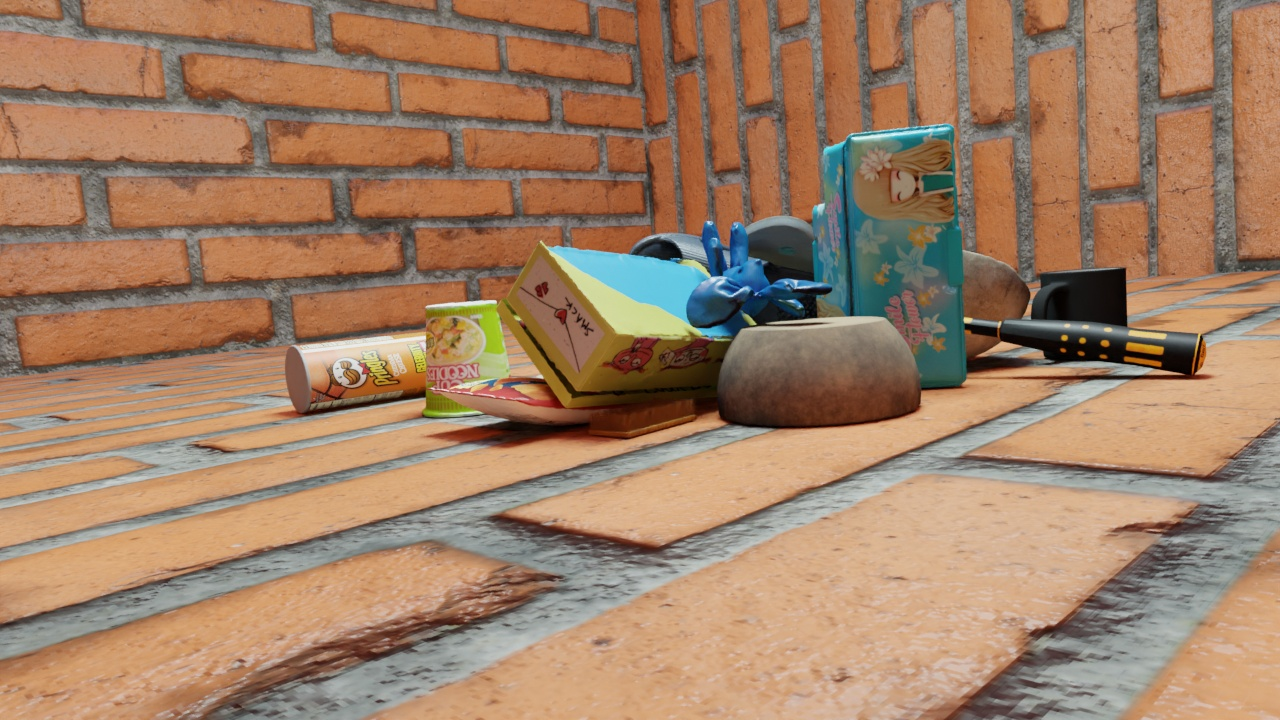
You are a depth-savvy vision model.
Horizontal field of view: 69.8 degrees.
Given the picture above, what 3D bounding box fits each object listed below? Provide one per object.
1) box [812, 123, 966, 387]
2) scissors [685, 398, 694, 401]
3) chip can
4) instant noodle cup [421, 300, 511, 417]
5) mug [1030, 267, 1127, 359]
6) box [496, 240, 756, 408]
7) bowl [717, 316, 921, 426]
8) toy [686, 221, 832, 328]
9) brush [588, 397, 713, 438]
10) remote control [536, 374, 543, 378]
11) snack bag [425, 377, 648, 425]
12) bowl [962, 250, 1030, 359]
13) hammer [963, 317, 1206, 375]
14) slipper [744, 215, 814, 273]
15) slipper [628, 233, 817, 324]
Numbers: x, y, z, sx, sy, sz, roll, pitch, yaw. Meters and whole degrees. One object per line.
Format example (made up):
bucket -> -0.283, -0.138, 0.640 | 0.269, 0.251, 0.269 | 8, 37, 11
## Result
box -> 0.209, -0.089, 0.835 | 0.170, 0.227, 0.085 | 1, 8, 45
scissors -> -0.006, 0.005, 0.879 | 0.140, 0.011, 0.133 | 19, 41, 12
chip can -> -0.291, 0.008, 1.064 | 0.214, 0.075, 0.075 | -9, 7, -37
instant noodle cup -> -0.174, -0.004, 0.916 | 0.099, 0.108, 0.099 | -5, 7, 0
mug -> 0.435, -0.046, 0.924 | 0.113, 0.088, 0.078 | -8, 6, -29
box -> 0.001, -0.030, 0.800 | 0.220, 0.083, 0.124 | -1, 43, -52
bowl -> 0.141, 0.005, 0.743 | 0.162, 0.070, 0.162 | -5, 5, 0
toy -> 0.084, -0.070, 0.796 | 0.112, 0.071, 0.176 | -4, 25, -9
brush -> 0.016, 0.042, 0.744 | 0.048, 0.017, 0.126 | 0, 7, 43
remote control -> -0.053, 0.022, 1.019 | 0.125, 0.018, 0.038 | -4, 5, -12
snack bag -> -0.087, 0.034, 0.784 | 0.143, 0.039, 0.131 | 5, -1, -43
bowl -> 0.302, -0.042, 0.945 | 0.178, 0.081, 0.179 | 11, -20, 4
hammer -> 0.328, -0.025, 0.836 | 0.321, 0.123, 0.036 | 11, 18, 32
slipper -> 0.168, -0.110, 1.064 | 0.098, 0.054, 0.269 | -2, -22, 16
slipper -> 0.112, -0.062, 0.965 | 0.263, 0.101, 0.082 | 11, 17, -16
